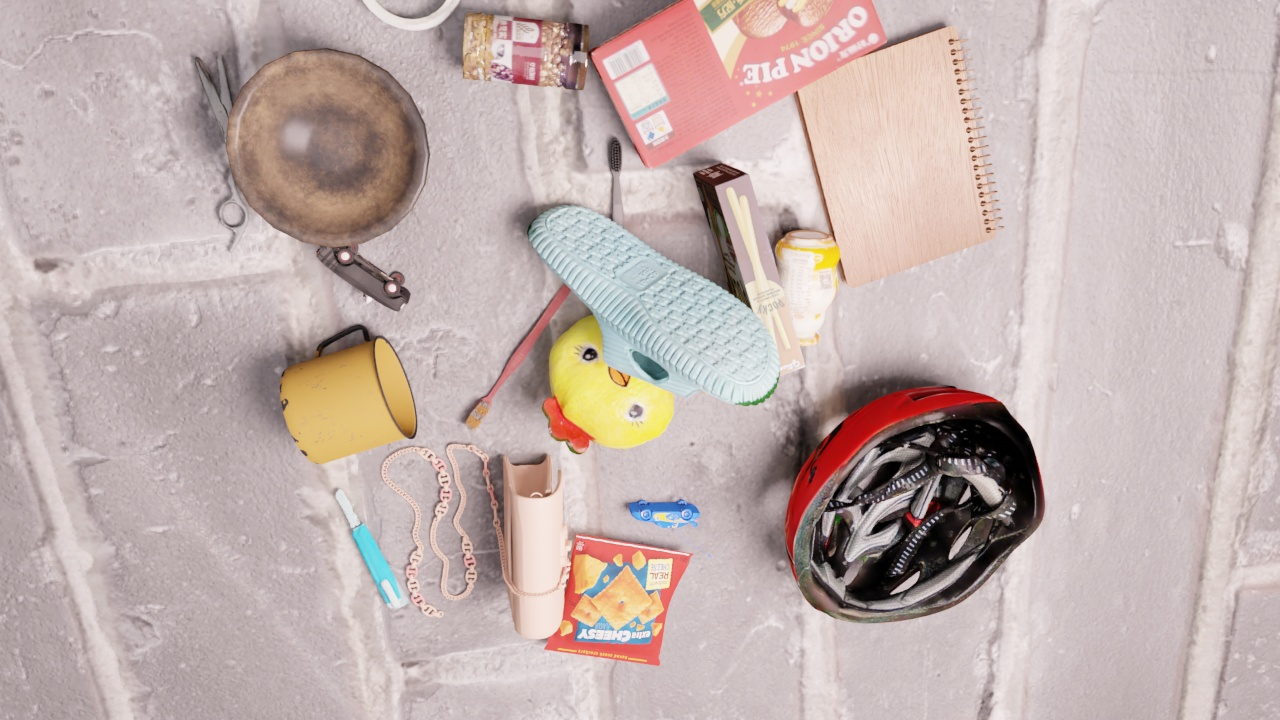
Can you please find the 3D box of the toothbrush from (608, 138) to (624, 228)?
[{"bbox_3d":[-0.021,-0.127,0.878,0.013,0.013,0.167,-4,111,-7],"label":"toothbrush"}]

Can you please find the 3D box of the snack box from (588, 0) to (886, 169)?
[{"bbox_3d":[0.083,-0.275,0.803,0.236,0.060,0.113,-28,110,5],"label":"snack box"}]

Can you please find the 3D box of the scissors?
[{"bbox_3d":[-0.368,-0.180,0.812,0.120,0.014,0.160,-37,112,5],"label":"scissors"}]

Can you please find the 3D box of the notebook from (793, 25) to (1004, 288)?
[{"bbox_3d":[0.254,-0.195,0.888,0.169,0.022,0.210,-19,109,0],"label":"notebook"}]

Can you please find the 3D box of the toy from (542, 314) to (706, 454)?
[{"bbox_3d":[-0.005,0.005,0.885,0.207,0.092,0.134,-37,92,-4],"label":"toy"}]

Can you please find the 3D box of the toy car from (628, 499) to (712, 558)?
[{"bbox_3d":[0.033,0.182,0.972,0.092,0.033,0.062,1,101,-8],"label":"toy car"}]

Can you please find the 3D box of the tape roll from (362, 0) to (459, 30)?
[{"bbox_3d":[-0.198,-0.332,0.783,0.094,0.018,0.094,-2,108,-7],"label":"tape roll"}]

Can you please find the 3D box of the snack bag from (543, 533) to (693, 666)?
[{"bbox_3d":[-0.024,0.259,0.989,0.130,0.039,0.144,12,107,-12],"label":"snack bag"}]

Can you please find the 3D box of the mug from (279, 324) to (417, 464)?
[{"bbox_3d":[-0.274,0.028,0.856,0.094,0.100,0.123,-17,69,0],"label":"mug"}]

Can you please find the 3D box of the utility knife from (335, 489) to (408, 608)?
[{"bbox_3d":[-0.277,0.195,0.946,0.022,0.015,0.149,-22,111,-10],"label":"utility knife"}]

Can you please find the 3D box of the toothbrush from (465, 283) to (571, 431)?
[{"bbox_3d":[-0.118,-0.005,0.903,0.015,0.015,0.184,35,99,-10],"label":"toothbrush"}]

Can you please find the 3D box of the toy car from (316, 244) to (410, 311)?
[{"bbox_3d":[-0.256,-0.078,0.845,0.092,0.040,0.037,36,101,-19],"label":"toy car"}]

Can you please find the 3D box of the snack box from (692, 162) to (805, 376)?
[{"bbox_3d":[0.101,-0.087,0.860,0.031,0.101,0.186,-20,109,-1],"label":"snack box"}]

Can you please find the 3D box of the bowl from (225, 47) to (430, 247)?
[{"bbox_3d":[-0.264,-0.182,0.790,0.162,0.070,0.162,-3,106,-11],"label":"bowl"}]

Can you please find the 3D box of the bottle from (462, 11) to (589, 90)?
[{"bbox_3d":[-0.100,-0.268,0.797,0.105,0.056,0.056,3,107,-8],"label":"bottle"}]

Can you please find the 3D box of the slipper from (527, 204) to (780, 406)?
[{"bbox_3d":[0.007,-0.045,0.822,0.276,0.115,0.070,38,140,19],"label":"slipper"}]

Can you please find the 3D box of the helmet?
[{"bbox_3d":[0.262,0.142,0.922,0.272,0.167,0.217,-44,108,7],"label":"helmet"}]

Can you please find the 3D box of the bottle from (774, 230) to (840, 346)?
[{"bbox_3d":[0.160,-0.070,0.895,0.063,0.063,0.109,-3,111,-7],"label":"bottle"}]

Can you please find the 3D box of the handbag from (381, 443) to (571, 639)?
[{"bbox_3d":[-0.162,0.195,0.908,0.187,0.116,0.199,-1,108,-7],"label":"handbag"}]
